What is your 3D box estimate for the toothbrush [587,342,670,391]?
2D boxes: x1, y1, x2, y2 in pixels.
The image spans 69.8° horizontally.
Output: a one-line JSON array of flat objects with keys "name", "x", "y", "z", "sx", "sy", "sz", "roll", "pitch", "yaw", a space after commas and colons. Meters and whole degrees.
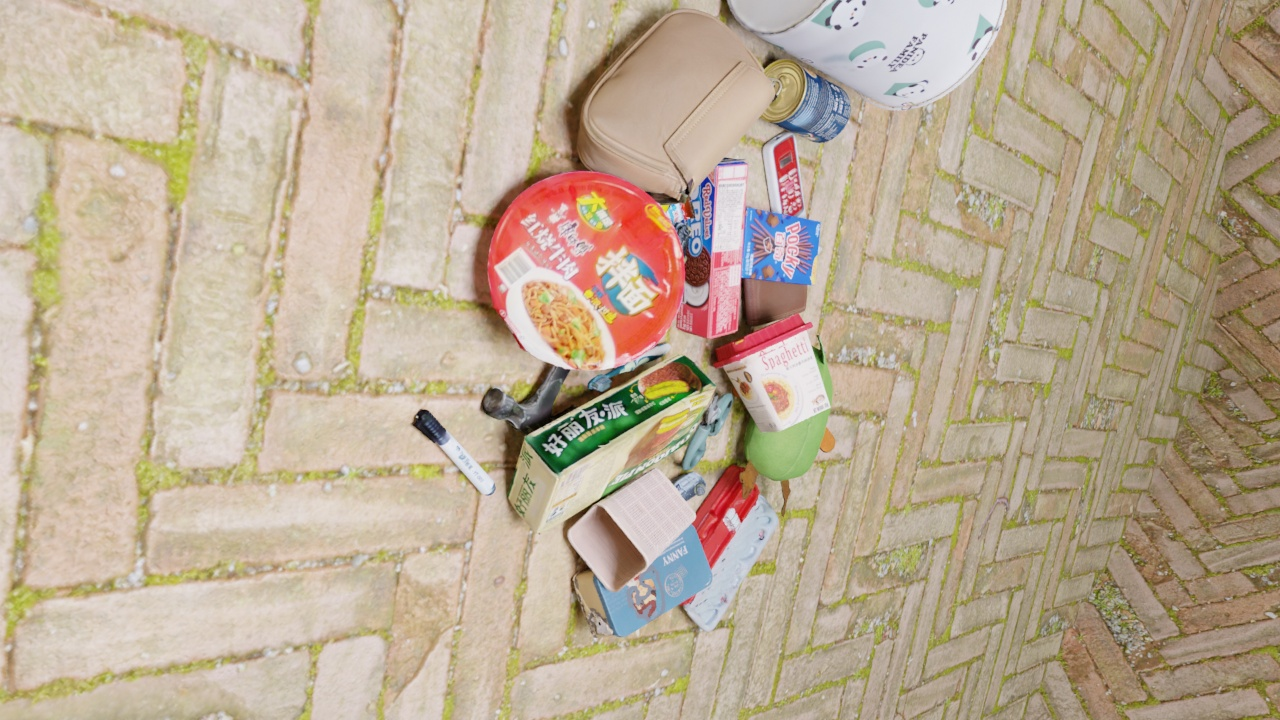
[{"name": "toothbrush", "x": -0.006, "y": 0.006, "z": 1.031, "sx": 0.191, "sy": 0.018, "sz": 0.016, "roll": -26, "pitch": 136, "yaw": -59}]

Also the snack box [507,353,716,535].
[{"name": "snack box", "x": -0.029, "y": 0.088, "z": 1.007, "sx": 0.239, "sy": 0.063, "sz": 0.115, "roll": -29, "pitch": 154, "yaw": -37}]

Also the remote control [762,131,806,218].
[{"name": "remote control", "x": 0.188, "y": -0.224, "z": 1.187, "sx": 0.055, "sy": 0.020, "sz": 0.136, "roll": -37, "pitch": 128, "yaw": -33}]

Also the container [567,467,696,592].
[{"name": "container", "x": -0.006, "y": 0.190, "z": 1.058, "sx": 0.110, "sy": 0.090, "sz": 0.090, "roll": -30, "pitch": 166, "yaw": -46}]

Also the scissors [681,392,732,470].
[{"name": "scissors", "x": 0.078, "y": 0.088, "z": 1.128, "sx": 0.139, "sy": 0.019, "sz": 0.180, "roll": -56, "pitch": 168, "yaw": -8}]

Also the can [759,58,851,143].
[{"name": "can", "x": 0.200, "y": -0.316, "z": 1.125, "sx": 0.111, "sy": 0.075, "sz": 0.075, "roll": 5, "pitch": 100, "yaw": -48}]

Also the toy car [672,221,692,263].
[{"name": "toy car", "x": 0.034, "y": -0.115, "z": 1.034, "sx": 0.106, "sy": 0.031, "sz": 0.048, "roll": 95, "pitch": 19, "yaw": -67}]

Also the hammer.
[{"name": "hammer", "x": -0.042, "y": -0.063, "z": 0.977, "sx": 0.126, "sy": 0.032, "sz": 0.323, "roll": 34, "pitch": 85, "yaw": -49}]

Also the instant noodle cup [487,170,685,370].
[{"name": "instant noodle cup", "x": -0.057, "y": -0.085, "z": 0.903, "sx": 0.193, "sy": 0.066, "sz": 0.194, "roll": 1, "pitch": 87, "yaw": -14}]

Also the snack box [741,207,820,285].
[{"name": "snack box", "x": 0.171, "y": -0.142, "z": 1.159, "sx": 0.156, "sy": 0.026, "sz": 0.084, "roll": 0, "pitch": 97, "yaw": -45}]

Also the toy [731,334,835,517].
[{"name": "toy", "x": 0.201, "y": 0.087, "z": 1.263, "sx": 0.227, "sy": 0.090, "sz": 0.246, "roll": 31, "pitch": 76, "yaw": -41}]

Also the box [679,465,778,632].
[{"name": "box", "x": 0.112, "y": 0.261, "z": 1.272, "sx": 0.200, "sy": 0.038, "sz": 0.158, "roll": -53, "pitch": 136, "yaw": -20}]

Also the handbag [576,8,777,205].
[{"name": "handbag", "x": 0.033, "y": -0.252, "z": 0.931, "sx": 0.204, "sy": 0.148, "sz": 0.100, "roll": -50, "pitch": 171, "yaw": -20}]

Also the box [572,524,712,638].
[{"name": "box", "x": 0.009, "y": 0.267, "z": 1.126, "sx": 0.183, "sy": 0.060, "sz": 0.090, "roll": -22, "pitch": 90, "yaw": -39}]

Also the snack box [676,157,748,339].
[{"name": "snack box", "x": 0.085, "y": -0.134, "z": 1.085, "sx": 0.058, "sy": 0.057, "sz": 0.208, "roll": -14, "pitch": 115, "yaw": -40}]

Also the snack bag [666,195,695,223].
[{"name": "snack bag", "x": 0.018, "y": -0.159, "z": 1.027, "sx": 0.105, "sy": 0.026, "sz": 0.045, "roll": -35, "pitch": 127, "yaw": -28}]

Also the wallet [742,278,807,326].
[{"name": "wallet", "x": 0.178, "y": -0.105, "z": 1.215, "sx": 0.124, "sy": 0.032, "sz": 0.101, "roll": -18, "pitch": 114, "yaw": -42}]

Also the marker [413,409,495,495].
[{"name": "marker", "x": -0.184, "y": 0.095, "z": 0.915, "sx": 0.022, "sy": 0.018, "sz": 0.131, "roll": -44, "pitch": 132, "yaw": -15}]

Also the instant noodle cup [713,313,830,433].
[{"name": "instant noodle cup", "x": 0.170, "y": 0.019, "z": 1.150, "sx": 0.116, "sy": 0.117, "sz": 0.124, "roll": -24, "pitch": 89, "yaw": -14}]

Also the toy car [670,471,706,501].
[{"name": "toy car", "x": 0.045, "y": 0.171, "z": 1.166, "sx": 0.090, "sy": 0.043, "sz": 0.034, "roll": -27, "pitch": 95, "yaw": -41}]

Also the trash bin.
[{"name": "trash bin", "x": 0.245, "y": -0.424, "z": 1.036, "sx": 0.251, "sy": 0.230, "sz": 0.230, "roll": 3, "pitch": 102, "yaw": -41}]
